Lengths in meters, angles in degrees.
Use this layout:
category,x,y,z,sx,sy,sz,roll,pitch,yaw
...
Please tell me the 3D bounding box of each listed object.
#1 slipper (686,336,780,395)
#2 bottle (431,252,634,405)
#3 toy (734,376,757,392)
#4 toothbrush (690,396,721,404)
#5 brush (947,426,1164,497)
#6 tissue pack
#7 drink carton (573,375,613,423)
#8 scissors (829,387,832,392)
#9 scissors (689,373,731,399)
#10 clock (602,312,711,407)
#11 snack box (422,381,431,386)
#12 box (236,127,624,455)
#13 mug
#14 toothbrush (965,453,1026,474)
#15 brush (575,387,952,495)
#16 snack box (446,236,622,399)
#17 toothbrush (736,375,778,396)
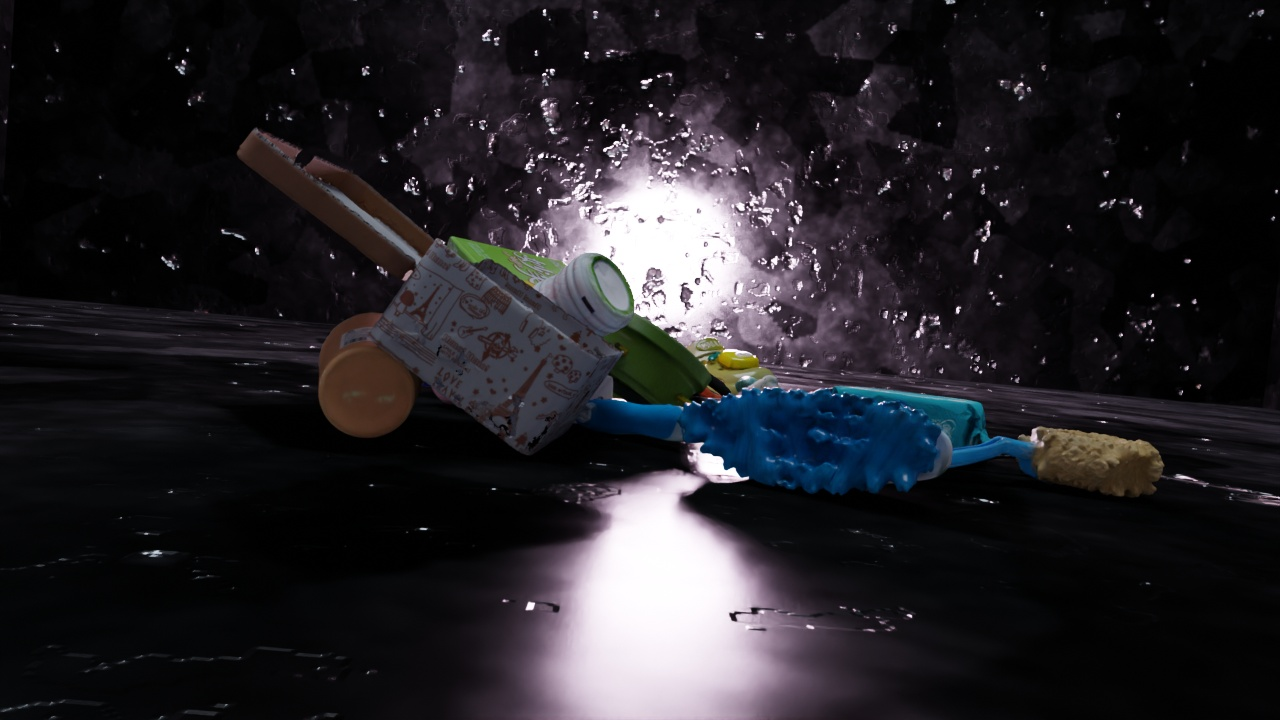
category,x,y,z,sx,sy,sz,roll,pitch,yaw
slipper,0.072,0.013,1.068,0.191,0.081,0.091,4,4,38
bottle,-0.098,-0.018,0.775,0.197,0.068,0.068,-29,-14,27
toy,0.141,0.044,0.966,0.092,0.030,0.096,26,-5,1
toothbrush,0.144,0.053,0.880,0.212,0.026,0.027,4,24,-25
brush,0.233,0.069,0.633,0.254,0.046,0.083,1,7,-7
tissue pack,0.227,0.052,0.775,0.134,0.050,0.093,7,1,24
drink carton,-0.065,0.027,0.806,0.053,0.045,0.122,3,2,-18
scissors,0.250,0.050,1.137,0.162,0.012,0.174,-2,-11,10
scissors,0.009,-0.017,0.893,0.149,0.021,0.235,8,-29,28
clock,-0.005,0.005,0.831,0.116,0.056,0.161,39,-10,-15
snack box,-0.161,-0.004,1.008,0.207,0.057,0.058,4,32,-47
box,-0.140,-0.052,0.633,0.259,0.082,0.176,38,3,2
mug,-0.184,0.011,0.628,0.078,0.078,0.123,5,7,-15
toothbrush,0.226,0.076,0.702,0.189,0.016,0.014,3,11,7
brush,0.051,0.046,0.610,0.315,0.060,0.109,4,-4,34
snack box,-0.110,-0.046,0.986,0.157,0.070,0.210,8,27,-42
toothbrush,0.107,0.036,0.901,0.017,0.016,0.188,15,-13,-7
